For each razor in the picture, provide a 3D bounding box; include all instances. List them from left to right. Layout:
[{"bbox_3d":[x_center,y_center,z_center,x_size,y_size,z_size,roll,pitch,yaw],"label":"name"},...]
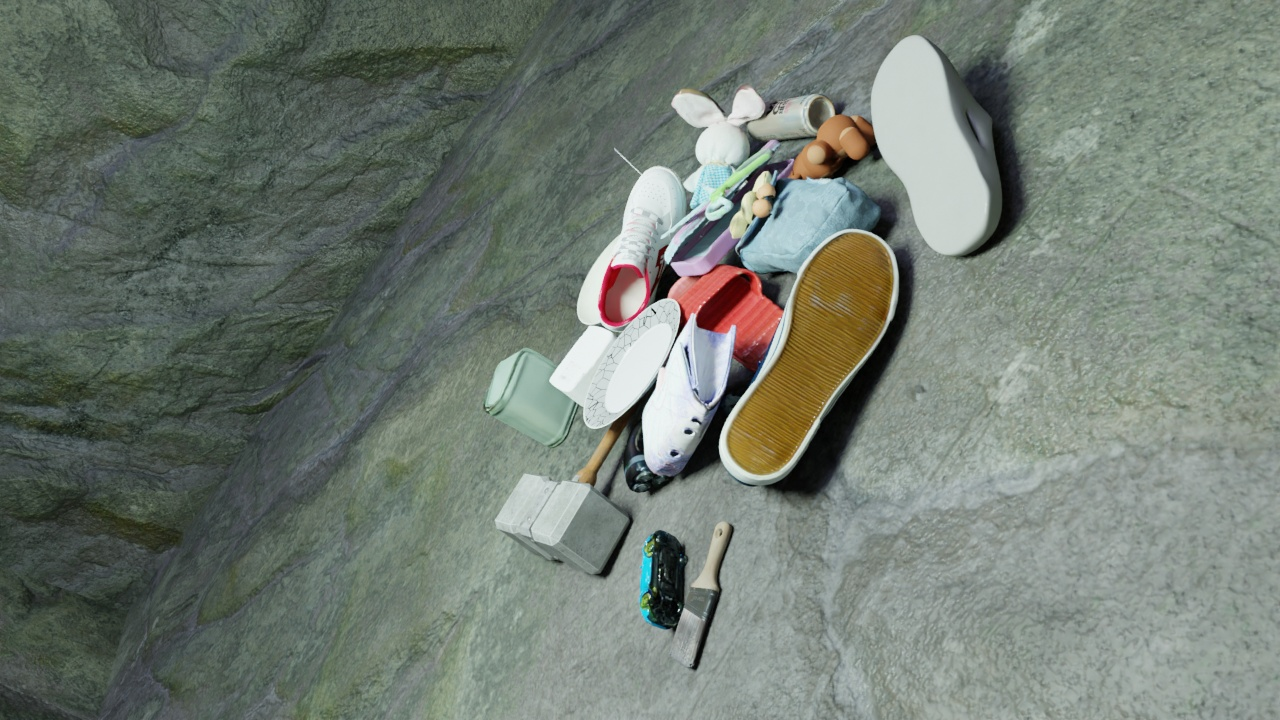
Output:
[{"bbox_3d":[0.020,0.093,1.099,0.053,0.064,0.140,102,-169,-53],"label":"razor"}]

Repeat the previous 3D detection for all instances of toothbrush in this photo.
[{"bbox_3d":[0.027,-0.234,1.296,0.010,0.181,0.010,-46,3,20],"label":"toothbrush"}]

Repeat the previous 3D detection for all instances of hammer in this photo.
[{"bbox_3d":[-0.040,0.103,1.163,0.163,0.083,0.317,-2,52,57],"label":"hammer"}]

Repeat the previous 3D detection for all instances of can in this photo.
[{"bbox_3d":[0.201,-0.326,1.237,0.054,0.054,0.136,-60,28,-7],"label":"can"}]

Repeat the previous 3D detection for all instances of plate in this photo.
[{"bbox_3d":[-0.027,-0.126,1.406,0.183,0.034,0.182,-38,33,31],"label":"plate"},{"bbox_3d":[-0.007,0.007,1.141,0.189,0.016,0.188,-46,23,25],"label":"plate"}]

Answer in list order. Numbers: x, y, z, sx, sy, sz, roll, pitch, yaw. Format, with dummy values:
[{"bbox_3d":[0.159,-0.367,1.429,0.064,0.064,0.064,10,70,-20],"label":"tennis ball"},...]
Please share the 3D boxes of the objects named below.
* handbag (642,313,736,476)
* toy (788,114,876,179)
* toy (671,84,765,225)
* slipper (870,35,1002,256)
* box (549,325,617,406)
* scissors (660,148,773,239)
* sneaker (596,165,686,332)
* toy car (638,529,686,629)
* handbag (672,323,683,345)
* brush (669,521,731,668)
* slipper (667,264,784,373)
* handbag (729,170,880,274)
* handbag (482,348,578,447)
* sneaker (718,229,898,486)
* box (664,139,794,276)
[{"bbox_3d":[0.050,0.040,1.013,0.159,0.069,0.126,114,172,-52],"label":"handbag"},{"bbox_3d":[0.225,-0.244,1.117,0.094,0.065,0.128,-39,-4,-46],"label":"toy"},{"bbox_3d":[0.117,-0.268,1.273,0.131,0.105,0.205,1,90,24],"label":"toy"},{"bbox_3d":[0.317,-0.216,0.937,0.113,0.080,0.265,124,145,-47],"label":"slipper"},{"bbox_3d":[-0.057,0.021,1.305,0.107,0.091,0.102,-52,23,-8],"label":"box"},{"bbox_3d":[0.092,-0.201,1.111,0.171,0.021,0.172,-40,23,7],"label":"scissors"},{"bbox_3d":[-0.002,-0.150,1.257,0.104,0.090,0.237,-49,-20,-79],"label":"sneaker"},{"bbox_3d":[0.021,0.228,0.954,0.032,0.048,0.105,-37,35,38],"label":"toy car"},{"bbox_3d":[0.092,-0.050,1.158,0.120,0.029,0.055,-14,47,44],"label":"handbag"},{"bbox_3d":[0.063,0.232,0.919,0.039,0.012,0.151,-11,52,54],"label":"brush"},{"bbox_3d":[0.102,-0.063,1.090,0.103,0.059,0.249,-47,35,-2],"label":"slipper"},{"bbox_3d":[0.171,-0.159,1.045,0.121,0.118,0.192,-55,21,-2],"label":"handbag"},{"bbox_3d":[-0.159,0.055,1.333,0.067,0.121,0.106,-22,43,47],"label":"handbag"},{"bbox_3d":[0.165,0.002,0.940,0.294,0.121,0.127,-59,-12,-14],"label":"sneaker"},{"bbox_3d":[0.115,-0.194,1.178,0.213,0.065,0.078,-47,11,-20],"label":"box"}]
